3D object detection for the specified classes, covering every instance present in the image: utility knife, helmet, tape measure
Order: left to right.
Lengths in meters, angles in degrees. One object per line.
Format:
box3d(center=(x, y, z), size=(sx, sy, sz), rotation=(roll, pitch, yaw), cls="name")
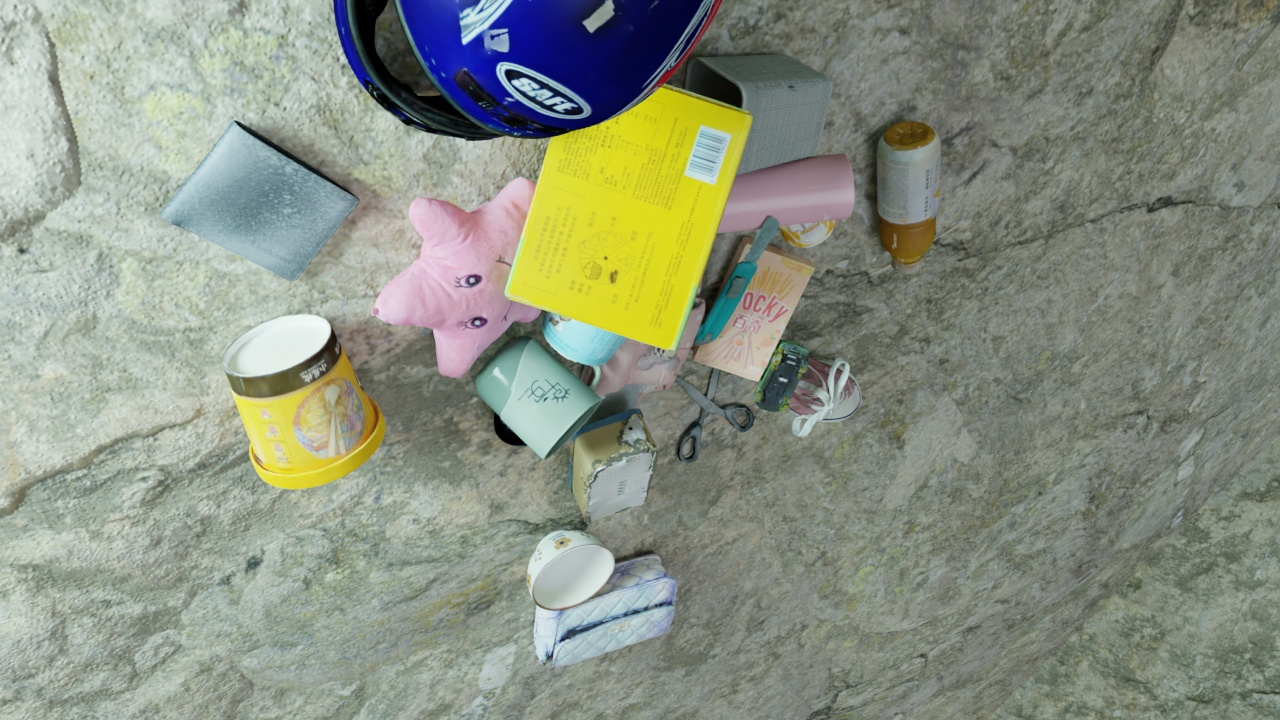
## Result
box3d(center=(-0.127, 0.062, 0.979), size=(0.057, 0.057, 0.039), rotation=(-5, 132, -17), cls="tape measure")
box3d(center=(-0.067, -0.269, 0.611), size=(0.247, 0.240, 0.316), rotation=(18, 114, -40), cls="helmet")
box3d(center=(0.099, -0.077, 0.967), size=(0.029, 0.013, 0.217), rotation=(2, 145, -17), cls="utility knife")

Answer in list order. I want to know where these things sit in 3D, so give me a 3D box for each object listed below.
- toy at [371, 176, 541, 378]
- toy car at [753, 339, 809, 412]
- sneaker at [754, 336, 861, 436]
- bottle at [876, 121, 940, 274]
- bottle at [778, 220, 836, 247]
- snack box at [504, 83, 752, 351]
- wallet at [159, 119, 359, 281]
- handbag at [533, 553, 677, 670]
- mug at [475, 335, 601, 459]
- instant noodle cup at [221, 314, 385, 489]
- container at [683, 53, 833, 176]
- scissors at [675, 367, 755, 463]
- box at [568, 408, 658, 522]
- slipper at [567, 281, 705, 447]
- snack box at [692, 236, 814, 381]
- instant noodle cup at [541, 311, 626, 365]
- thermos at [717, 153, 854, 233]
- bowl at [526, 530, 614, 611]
box3d(center=(-0.164, -0.064, 0.832), size=(0.178, 0.074, 0.195), rotation=(-25, 135, -34), cls="toy")
box3d(center=(0.165, 0.018, 1.082), size=(0.043, 0.036, 0.091), rotation=(17, 112, -12), cls="toy car")
box3d(center=(0.219, 0.038, 1.169), size=(0.241, 0.088, 0.118), rotation=(28, 107, -44), cls="sneaker")
box3d(center=(0.308, -0.181, 1.059), size=(0.068, 0.068, 0.190), rotation=(-28, 136, -12), cls="bottle")
box3d(center=(0.162, -0.173, 0.974), size=(0.063, 0.063, 0.108), rotation=(-39, 123, 1), cls="bottle")
box3d(center=(-0.010, -0.131, 0.788), size=(0.158, 0.070, 0.210), rotation=(18, 98, 2), cls="snack box")
box3d(center=(-0.302, -0.124, 0.737), size=(0.097, 0.019, 0.120), rotation=(-46, 138, 11), cls="wallet")
box3d(center=(-0.047, 0.348, 1.263), size=(0.193, 0.075, 0.134), rotation=(-10, 130, -27), cls="handbag")
box3d(center=(-0.096, 0.025, 0.928), size=(0.111, 0.106, 0.082), rotation=(-44, 172, -19), cls="mug")
box3d(center=(-0.299, 0.031, 0.804), size=(0.118, 0.118, 0.115), rotation=(-23, 127, -17), cls="instant noodle cup")
box3d(center=(0.110, -0.236, 0.868), size=(0.114, 0.090, 0.090), rotation=(-16, 133, -27), cls="container")
box3d(center=(0.090, 0.059, 1.156), size=(0.159, 0.014, 0.182), rotation=(1, 123, -34), cls="scissors")
box3d(center=(-0.034, 0.128, 1.062), size=(0.089, 0.060, 0.185), rotation=(-17, 155, -17), cls="box")
box3d(center=(-0.006, 0.006, 1.016), size=(0.114, 0.054, 0.275), rotation=(5, 124, -37), cls="slipper")
box3d(center=(0.126, -0.056, 1.046), size=(0.084, 0.026, 0.158), rotation=(18, 118, -9), cls="snack box")
box3d(center=(-0.039, -0.061, 0.908), size=(0.111, 0.111, 0.121), rotation=(7, 127, -38), cls="instant noodle cup")
box3d(center=(0.106, -0.162, 0.894), size=(0.198, 0.087, 0.067), rotation=(-6, 86, -4), cls="thermos")
box3d(center=(-0.096, 0.256, 1.161), size=(0.113, 0.062, 0.114), rotation=(-19, 133, -22), cls="bowl")
